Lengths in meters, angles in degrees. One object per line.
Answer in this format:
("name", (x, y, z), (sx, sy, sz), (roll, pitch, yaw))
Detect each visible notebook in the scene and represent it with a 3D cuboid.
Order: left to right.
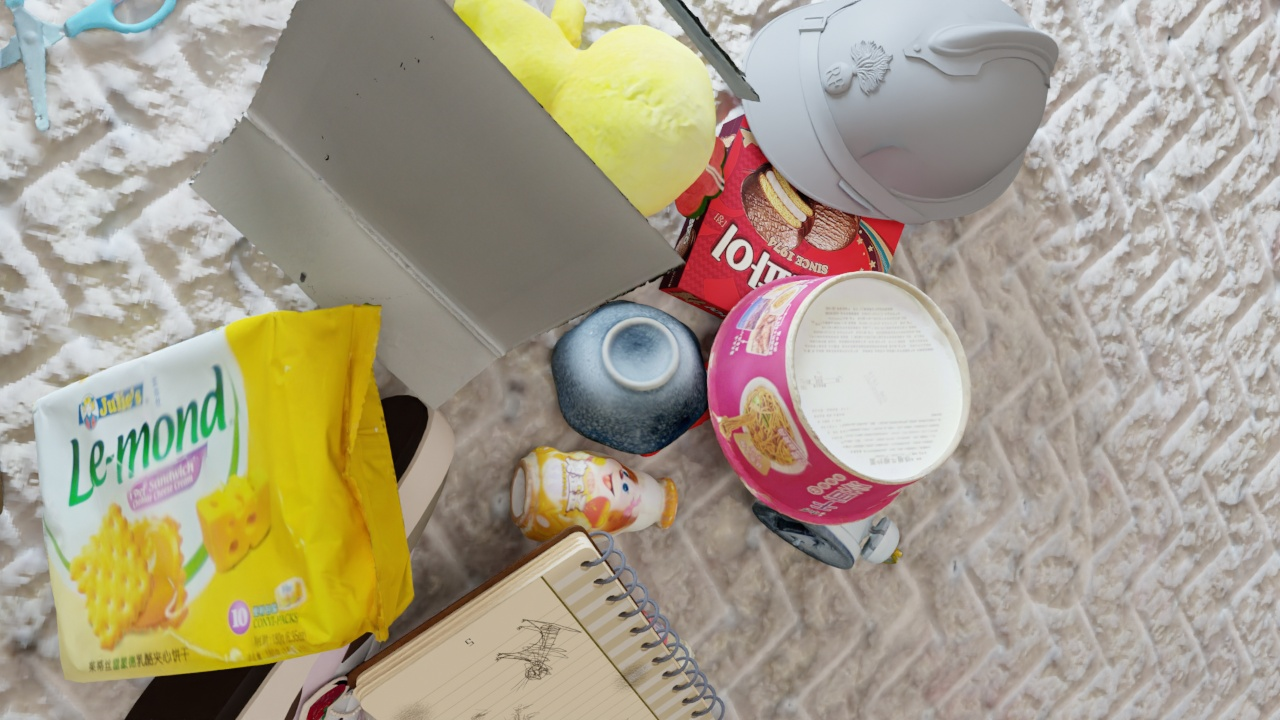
("notebook", (-0.050, 0.215, 0.577), (0.167, 0.024, 0.225), (-33, 127, -6))

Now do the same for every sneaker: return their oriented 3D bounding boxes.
("sneaker", (-0.183, 0.164, 0.553), (0.116, 0.112, 0.293), (41, 76, -39))

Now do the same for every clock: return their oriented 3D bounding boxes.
("clock", (0.139, 0.118, 0.672), (0.117, 0.083, 0.057), (39, 72, -16))

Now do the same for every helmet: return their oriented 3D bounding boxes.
("helmet", (0.213, -0.202, 0.647), (0.270, 0.118, 0.183), (-7, 81, -26))

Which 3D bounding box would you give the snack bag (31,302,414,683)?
("snack bag", (-0.214, 0.073, 0.468), (0.068, 0.248, 0.159), (6, 73, -60))

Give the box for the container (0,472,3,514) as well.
("container", (-0.424, -0.007, 0.366), (0.214, 0.252, 0.219), (-4, 93, -20))

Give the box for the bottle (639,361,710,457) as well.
("bottle", (0.042, 0.025, 0.656), (0.118, 0.036, 0.036), (-31, 102, -17))

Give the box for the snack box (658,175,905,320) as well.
("snack box", (0.109, -0.084, 0.676), (0.152, 0.036, 0.132), (23, 84, -20))

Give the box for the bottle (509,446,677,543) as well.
("bottle", (-0.030, 0.092, 0.618), (0.108, 0.063, 0.063), (8, 89, -20))

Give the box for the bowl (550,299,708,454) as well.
("bowl", (-0.004, 0.004, 0.607), (0.110, 0.055, 0.110), (2, 70, -7))

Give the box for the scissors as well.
("scissors", (-0.341, -0.205, 0.517), (0.135, 0.015, 0.129), (-42, 104, -20))

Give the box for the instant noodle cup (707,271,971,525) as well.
("instant noodle cup", (0.140, 0.017, 0.607), (0.178, 0.078, 0.178), (5, 75, -20))

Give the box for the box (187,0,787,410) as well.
("box", (-0.090, -0.093, 0.440), (0.167, 0.331, 0.164), (45, 65, -17))

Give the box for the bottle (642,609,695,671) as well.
("bottle", (-0.013, 0.187, 0.639), (0.109, 0.044, 0.044), (42, 78, -18))

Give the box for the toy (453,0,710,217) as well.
("toy", (-0.033, -0.168, 0.595), (0.207, 0.092, 0.133), (26, 84, 0))
